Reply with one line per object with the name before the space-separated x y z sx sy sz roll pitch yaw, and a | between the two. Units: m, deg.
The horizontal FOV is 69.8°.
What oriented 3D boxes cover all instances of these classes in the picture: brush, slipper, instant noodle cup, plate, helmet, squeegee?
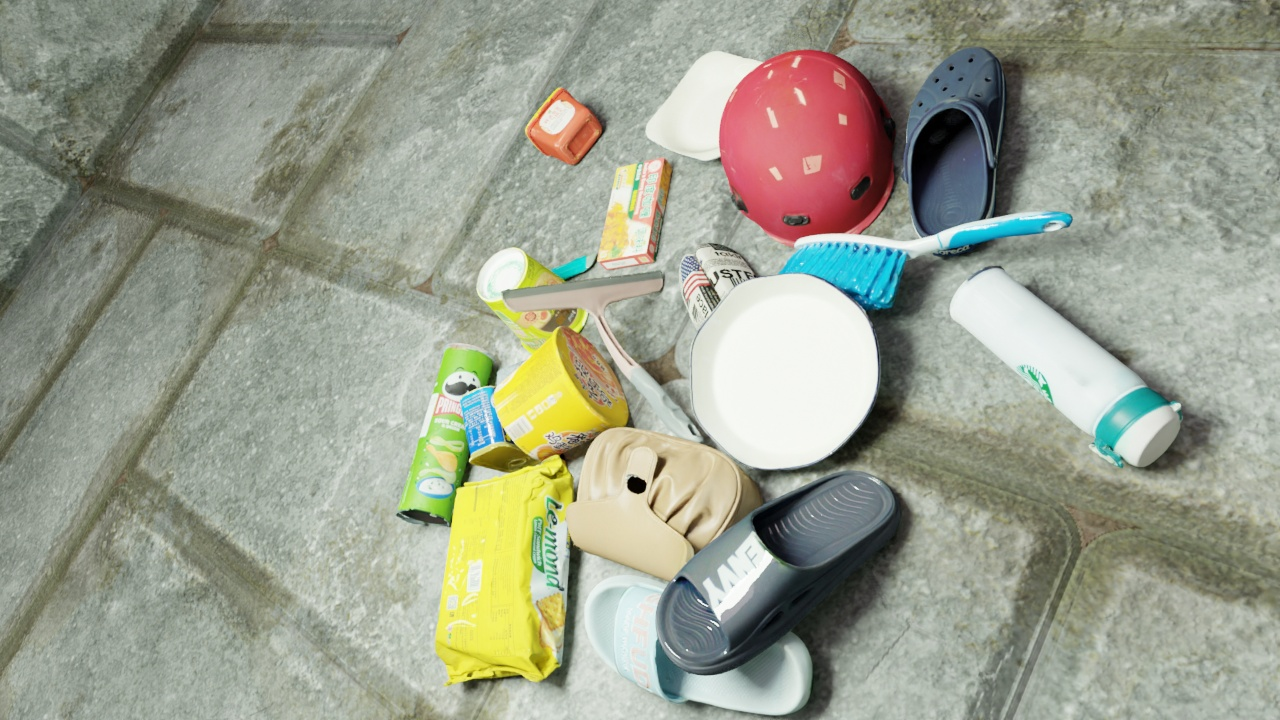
brush | 0.269 -0.103 0.935 0.315 0.060 0.109 10 69 51
slipper | 0.330 -0.233 0.985 0.105 0.095 0.252 -2 66 31
slipper | 0.043 0.277 0.869 0.246 0.074 0.104 6 92 34
instant noodle cup | -0.147 -0.082 1.197 0.112 0.123 0.111 -17 55 25
plate | 0.101 -0.338 1.241 0.164 0.034 0.164 34 85 42
slipper | 0.122 0.170 0.833 0.267 0.083 0.110 -32 45 -17
helmet | 0.184 -0.260 1.069 0.207 0.144 0.239 -25 53 18
instant noodle cup | -0.097 0.046 1.081 0.110 0.138 0.138 -34 49 18
plate | 0.150 0.013 0.955 0.205 0.045 0.204 -5 80 26
squeegee | -0.006 0.006 1.049 0.249 0.247 0.040 54 133 25

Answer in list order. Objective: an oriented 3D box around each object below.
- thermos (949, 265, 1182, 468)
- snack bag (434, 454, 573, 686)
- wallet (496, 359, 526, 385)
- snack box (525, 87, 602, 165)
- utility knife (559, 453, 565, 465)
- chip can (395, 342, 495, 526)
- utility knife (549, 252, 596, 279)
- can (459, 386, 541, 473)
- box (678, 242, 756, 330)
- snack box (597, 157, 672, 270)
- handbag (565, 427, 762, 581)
thermos | 0.377 0.004 0.825 0.073 0.073 0.224 -41 48 7
snack bag | -0.157 0.238 1.036 0.158 0.068 0.246 -17 59 35
wallet | -0.135 0.039 1.189 0.121 0.019 0.097 -21 56 21
snack box | -0.112 -0.345 1.363 0.080 0.082 0.091 38 88 32
utility knife | -0.107 0.197 1.075 0.033 0.015 0.201 -17 55 29
chip can | -0.253 0.097 1.198 0.072 0.072 0.235 -4 62 32
utility knife | -0.138 -0.112 1.283 0.183 0.013 0.029 -18 51 24
can | -0.170 0.084 1.116 0.057 0.102 0.083 -25 65 20
box | 0.096 -0.066 1.080 0.087 0.075 0.162 -57 43 36
snack box | -0.007 -0.198 1.236 0.077 0.027 0.155 -6 61 31
handbag | 0.016 0.149 0.962 0.205 0.099 0.147 10 71 38
